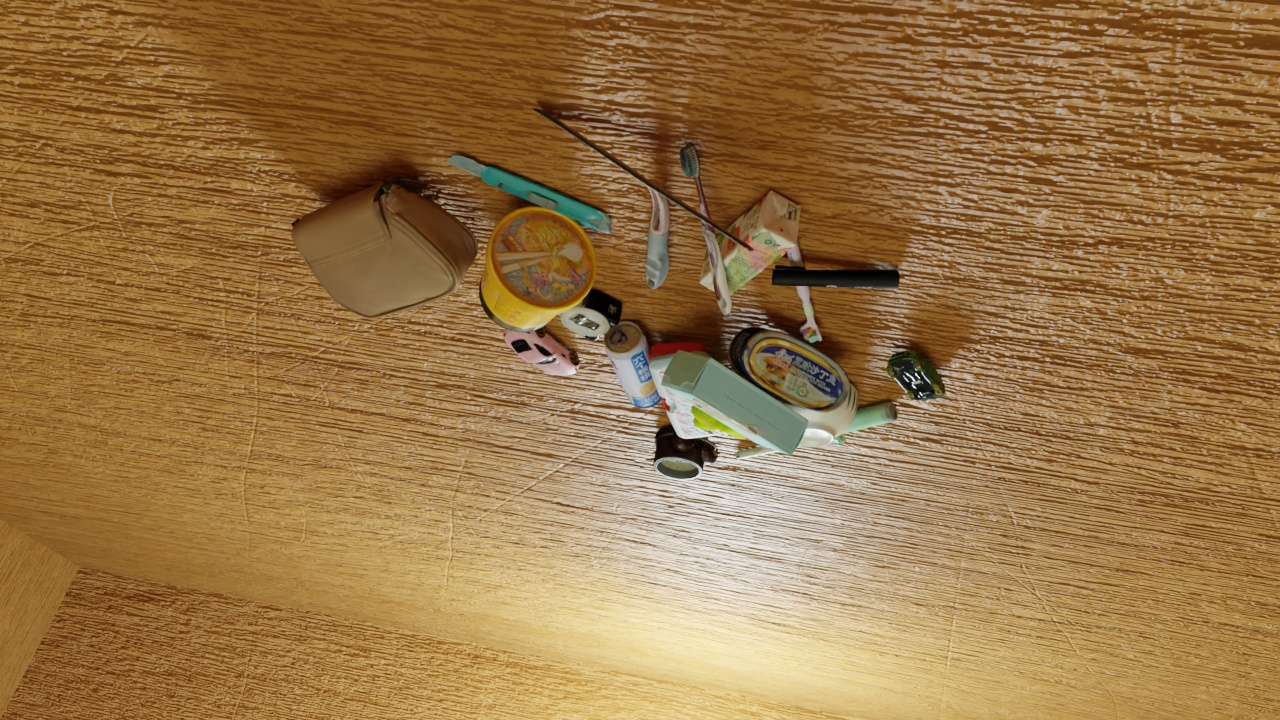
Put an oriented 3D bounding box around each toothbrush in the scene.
[{"bbox_3d":[0.212,0.123,1.331,0.190,0.029,0.020,-17,179,43],"label":"toothbrush"},{"bbox_3d":[0.065,-0.124,0.905,0.016,0.017,0.188,13,131,40],"label":"toothbrush"},{"bbox_3d":[0.174,-0.081,1.001,0.029,0.021,0.189,20,154,31],"label":"toothbrush"},{"bbox_3d":[0.251,0.094,1.258,0.027,0.026,0.225,10,158,-42],"label":"toothbrush"}]

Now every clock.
[{"bbox_3d":[0.066,0.135,1.367,0.082,0.055,0.122,28,145,-24],"label":"clock"}]

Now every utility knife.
[{"bbox_3d":[-0.113,-0.174,0.961,0.186,0.013,0.029,21,139,-14],"label":"utility knife"}]

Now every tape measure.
[{"bbox_3d":[-0.064,-0.058,1.118,0.066,0.033,0.066,25,146,-21],"label":"tape measure"}]

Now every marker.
[{"bbox_3d":[0.204,-0.087,0.962,0.132,0.020,0.022,2,114,1],"label":"marker"}]

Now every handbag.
[{"bbox_3d":[-0.283,-0.128,1.027,0.205,0.099,0.148,-11,135,34],"label":"handbag"}]

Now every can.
[{"bbox_3d":[0.176,0.012,1.088,0.148,0.074,0.049,27,178,-17],"label":"can"},{"bbox_3d":[-0.007,0.007,1.184,0.053,0.053,0.135,2,148,17],"label":"can"}]

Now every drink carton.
[{"bbox_3d":[0.112,-0.116,0.935,0.045,0.053,0.123,23,149,-18],"label":"drink carton"}]

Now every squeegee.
[{"bbox_3d":[0.014,-0.136,0.936,0.248,0.040,0.250,35,166,14],"label":"squeegee"}]

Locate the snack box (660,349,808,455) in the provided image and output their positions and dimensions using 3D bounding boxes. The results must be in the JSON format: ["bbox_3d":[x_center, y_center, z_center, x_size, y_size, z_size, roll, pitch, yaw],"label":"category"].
[{"bbox_3d":[0.114,0.051,1.098,0.174,0.051,0.074,32,172,-28],"label":"snack box"}]

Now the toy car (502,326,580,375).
[{"bbox_3d":[-0.131,-0.011,1.219,0.056,0.037,0.122,-11,143,37],"label":"toy car"}]

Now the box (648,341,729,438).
[{"bbox_3d":[0.070,0.045,1.198,0.087,0.046,0.201,-2,146,15],"label":"box"}]

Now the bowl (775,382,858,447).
[{"bbox_3d":[0.221,0.070,1.184,0.116,0.066,0.117,7,151,4],"label":"bowl"}]

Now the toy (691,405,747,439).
[{"bbox_3d":[0.117,0.076,1.183,0.100,0.031,0.097,-3,147,8],"label":"toy"}]

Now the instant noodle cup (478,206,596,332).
[{"bbox_3d":[-0.121,-0.091,1.010,0.118,0.118,0.115,21,156,-14],"label":"instant noodle cup"}]

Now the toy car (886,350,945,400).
[{"bbox_3d":[0.328,0.017,1.090,0.043,0.036,0.091,-14,142,39],"label":"toy car"}]

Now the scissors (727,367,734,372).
[{"bbox_3d":[0.113,0.017,1.195,0.177,0.014,0.160,20,148,-15],"label":"scissors"}]
